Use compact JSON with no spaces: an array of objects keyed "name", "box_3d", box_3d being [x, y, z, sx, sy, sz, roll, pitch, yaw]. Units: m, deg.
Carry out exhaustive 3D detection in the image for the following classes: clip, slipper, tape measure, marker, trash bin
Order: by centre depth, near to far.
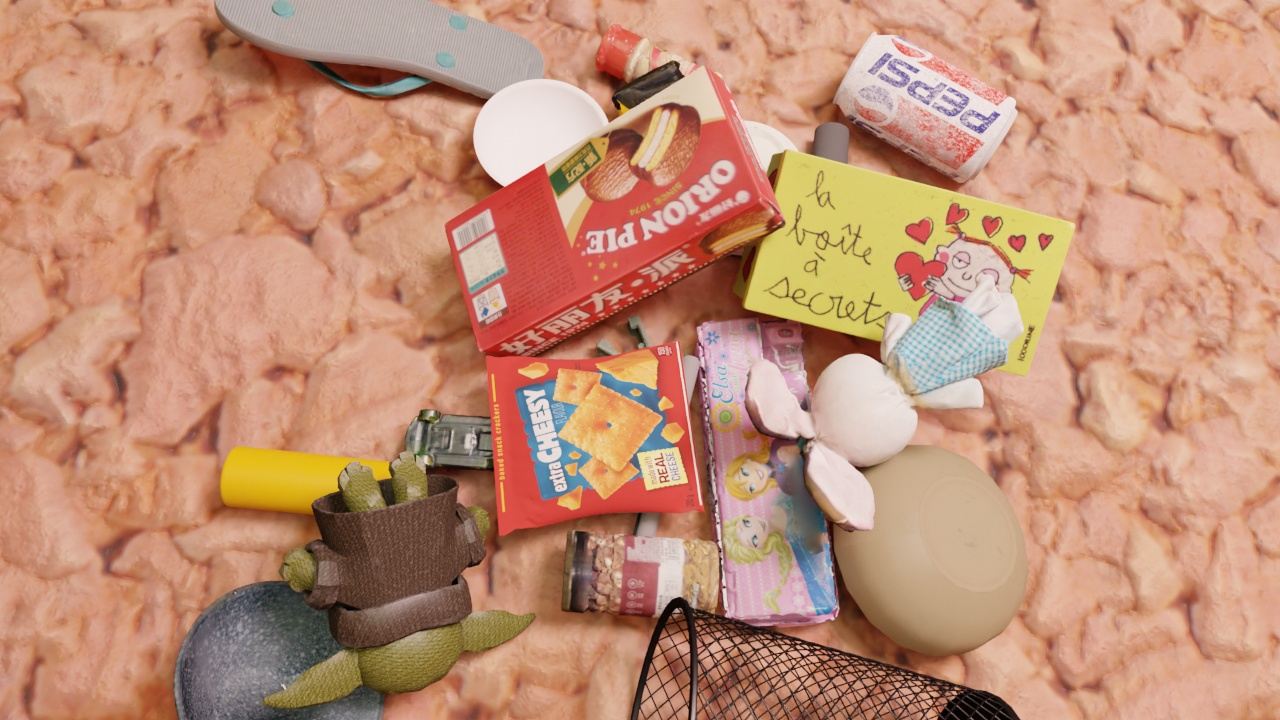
[{"name":"trash bin","box_3d":[0.108,0.256,0.554,0.210,0.184,0.183,13,70,-6]},{"name":"marker","box_3d":[0.020,0.064,0.681,0.016,0.016,0.140,15,81,1]},{"name":"clip","box_3d":[0.004,0.004,0.712,0.059,0.023,0.076,-37,75,-14]},{"name":"tape measure","box_3d":[0.016,-0.209,0.769,0.066,0.037,0.064,-21,113,23]},{"name":"slipper","box_3d":[-0.216,-0.274,0.787,0.268,0.055,0.098,10,67,-13]}]

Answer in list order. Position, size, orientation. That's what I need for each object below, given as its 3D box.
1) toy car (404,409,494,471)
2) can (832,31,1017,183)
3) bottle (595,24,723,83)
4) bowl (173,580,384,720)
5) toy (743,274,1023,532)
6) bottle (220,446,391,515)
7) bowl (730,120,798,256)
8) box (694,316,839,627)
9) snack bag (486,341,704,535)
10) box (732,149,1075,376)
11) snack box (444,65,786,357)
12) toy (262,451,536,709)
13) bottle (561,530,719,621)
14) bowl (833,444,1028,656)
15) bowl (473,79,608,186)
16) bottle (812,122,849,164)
[{"name":"toy car","box_3d":[-0.127,0.061,0.674,0.091,0.036,0.042,4,71,-4]},{"name":"can","box_3d":[0.240,-0.215,0.777,0.136,0.078,0.078,32,71,7]},{"name":"bottle","box_3d":[0.016,-0.249,0.792,0.109,0.044,0.044,26,70,4]},{"name":"bowl","box_3d":[-0.239,0.216,0.589,0.137,0.057,0.136,33,35,-28]},{"name":"toy","box_3d":[0.173,0.013,0.638,0.205,0.106,0.131,-37,82,-5]},{"name":"bottle","box_3d":[-0.218,0.090,0.653,0.143,0.043,0.043,6,70,-2]},{"name":"bowl","box_3d":[0.085,-0.149,0.751,0.113,0.063,0.113,1,69,-4]},{"name":"box","box_3d":[0.092,0.076,0.676,0.084,0.053,0.230,-2,71,-6]},{"name":"snack bag","box_3d":[-0.034,0.053,0.662,0.144,0.039,0.130,-5,72,-7]},{"name":"box","box_3d":[0.190,-0.074,0.689,0.221,0.080,0.124,15,100,-7]},{"name":"snack box","box_3d":[-0.024,-0.099,0.666,0.237,0.060,0.113,-27,69,21]},{"name":"toy","box_3d":[-0.160,0.140,0.600,0.179,0.078,0.153,-9,98,-33]},{"name":"bottle","box_3d":[-0.001,0.150,0.641,0.105,0.056,0.056,5,70,-3]},{"name":"bowl","box_3d":[0.215,0.127,0.646,0.152,0.051,0.152,9,64,-19]},{"name":"bowl","box_3d":[-0.080,-0.174,0.759,0.110,0.041,0.109,1,70,-4]},{"name":"bottle","box_3d":[0.157,-0.144,0.771,0.030,0.030,0.112,9,70,-1]}]
